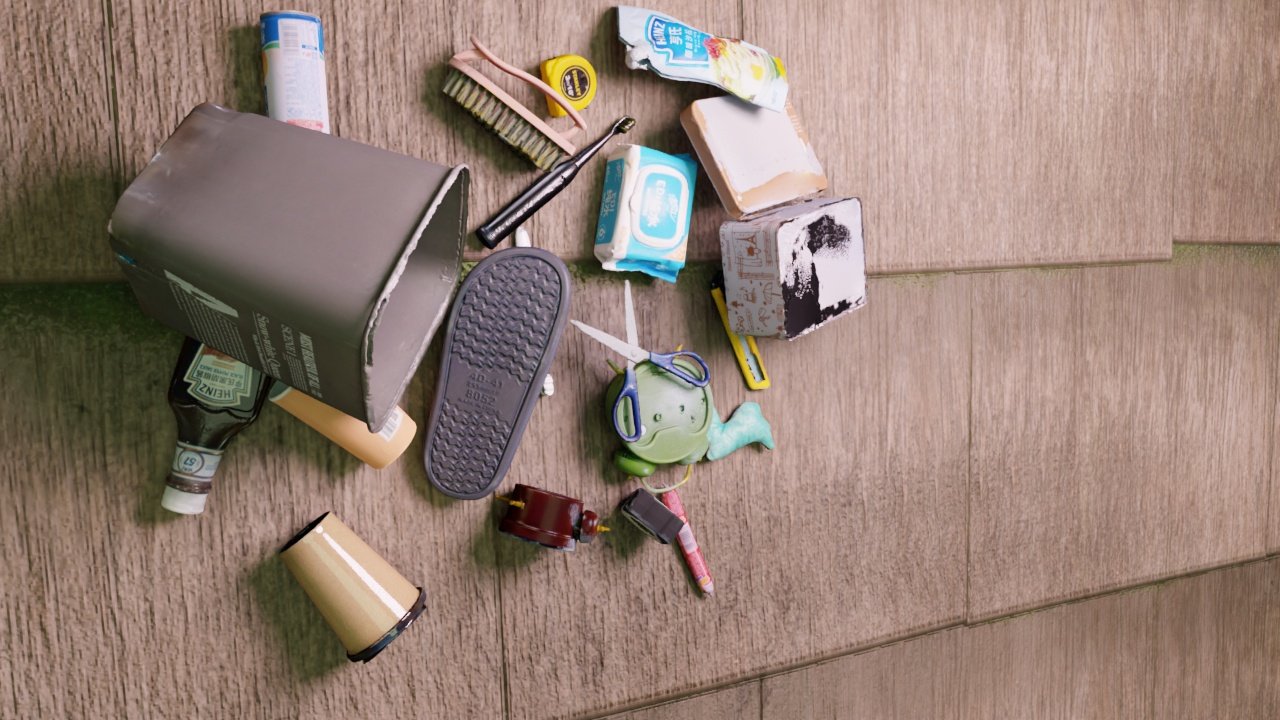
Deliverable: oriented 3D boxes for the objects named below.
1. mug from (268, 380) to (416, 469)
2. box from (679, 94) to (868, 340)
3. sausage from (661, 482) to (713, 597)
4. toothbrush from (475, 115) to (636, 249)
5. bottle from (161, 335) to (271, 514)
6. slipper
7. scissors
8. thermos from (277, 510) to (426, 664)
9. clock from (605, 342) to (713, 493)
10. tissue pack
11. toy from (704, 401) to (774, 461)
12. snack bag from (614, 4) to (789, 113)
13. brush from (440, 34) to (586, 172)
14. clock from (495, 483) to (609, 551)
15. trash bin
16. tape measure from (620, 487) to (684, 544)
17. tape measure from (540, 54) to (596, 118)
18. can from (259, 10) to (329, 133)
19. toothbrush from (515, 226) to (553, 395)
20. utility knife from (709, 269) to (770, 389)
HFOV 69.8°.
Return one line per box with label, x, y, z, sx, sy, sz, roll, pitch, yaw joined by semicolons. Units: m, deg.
mug;-0.276;0.044;0.870;0.123;0.078;0.078;45;76;-26
box;0.152;-0.166;1.005;0.177;0.107;0.272;-23;99;-43
sausage;0.054;0.209;1.061;0.020;0.020;0.156;-27;105;-20
toothbrush;-0.084;-0.191;0.958;0.212;0.027;0.026;-42;130;-15
bottle;-0.388;0.042;0.835;0.080;0.044;0.195;18;89;-18
slipper;-0.147;0.009;0.926;0.110;0.083;0.268;20;103;-1
scissors;-0.001;0.005;0.959;0.175;0.012;0.162;16;88;-24
thermos;-0.276;0.218;0.881;0.093;0.093;0.143;-41;101;-16
clock;0.020;0.068;1.013;0.116;0.056;0.161;-12;100;-22
tissue pack;0.008;-0.159;0.982;0.090;0.063;0.140;8;91;-26
toy;0.106;0.078;1.068;0.091;0.030;0.096;-28;100;-22
snack bag;0.064;-0.322;0.973;0.191;0.039;0.110;12;57;-20
brush;-0.127;-0.253;0.912;0.145;0.063;0.073;36;93;-17
clock;-0.090;0.167;0.959;0.122;0.082;0.055;18;81;-22
trash bin;-0.279;-0.083;0.756;0.220;0.199;0.198;20;58;-2
tape measure;0.011;0.171;1.013;0.066;0.066;0.033;41;76;-3
tape measure;-0.076;-0.287;0.951;0.057;0.029;0.060;-26;122;-24
can;-0.313;-0.243;0.835;0.053;0.053;0.134;-5;97;-24
toothbrush;-0.111;-0.051;0.964;0.016;0.016;0.180;-13;100;-28
utility knife;0.118;-0.033;1.069;0.033;0.015;0.154;-28;106;-17
